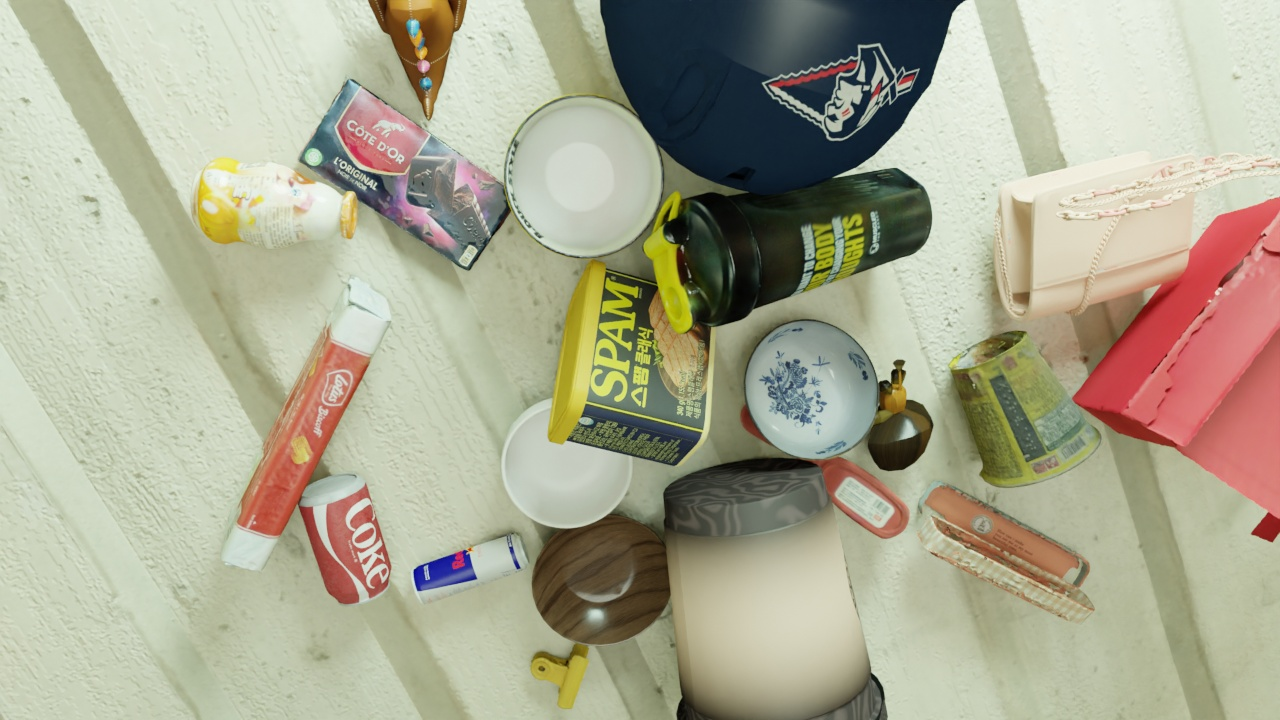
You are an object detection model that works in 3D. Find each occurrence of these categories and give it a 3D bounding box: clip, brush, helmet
[{"bbox_3d":[-0.071,0.272,0.807,0.049,0.045,0.054,25,103,32],"label":"clip"},{"bbox_3d":[0.157,0.090,0.791,0.172,0.030,0.041,38,97,0],"label":"brush"},{"bbox_3d":[0.094,-0.220,0.588,0.232,0.272,0.223,1,96,-23],"label":"helmet"}]

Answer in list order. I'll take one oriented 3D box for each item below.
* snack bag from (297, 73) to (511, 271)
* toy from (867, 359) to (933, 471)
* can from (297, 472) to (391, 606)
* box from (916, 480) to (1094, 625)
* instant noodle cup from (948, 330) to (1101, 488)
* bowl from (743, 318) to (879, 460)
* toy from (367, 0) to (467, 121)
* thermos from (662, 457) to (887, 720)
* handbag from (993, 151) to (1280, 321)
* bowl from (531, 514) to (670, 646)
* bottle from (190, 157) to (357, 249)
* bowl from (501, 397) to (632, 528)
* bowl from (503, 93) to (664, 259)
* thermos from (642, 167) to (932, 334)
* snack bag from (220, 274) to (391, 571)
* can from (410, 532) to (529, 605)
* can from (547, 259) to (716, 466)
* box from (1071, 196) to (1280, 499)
[{"bbox_3d":[-0.175,-0.139,0.699,0.155,0.018,0.075,33,97,-12],"label":"snack bag"},{"bbox_3d":[0.214,0.044,0.772,0.076,0.063,0.100,-34,126,-36],"label":"toy"},{"bbox_3d":[-0.236,0.144,0.736,0.054,0.054,0.096,-14,104,-5],"label":"can"},{"bbox_3d":[0.331,0.174,0.821,0.187,0.054,0.078,26,66,-14],"label":"box"},{"bbox_3d":[0.314,0.038,0.772,0.102,0.102,0.108,-29,96,-1],"label":"instant noodle cup"},{"bbox_3d":[0.134,0.027,0.755,0.114,0.045,0.114,1,79,-8],"label":"bowl"},{"bbox_3d":[-0.155,-0.224,0.644,0.070,0.090,0.103,-4,99,-7],"label":"toy"},{"bbox_3d":[0.100,0.205,0.743,0.172,0.172,0.226,-11,97,-5],"label":"thermos"},{"bbox_3d":[0.374,-0.082,0.697,0.198,0.187,0.117,-14,109,-12],"label":"handbag"},{"bbox_3d":[-0.033,0.182,0.783,0.119,0.032,0.119,-2,103,-7],"label":"bowl"},{"bbox_3d":[-0.264,-0.112,0.668,0.109,0.063,0.063,6,102,-8],"label":"bottle"},{"bbox_3d":[-0.061,0.078,0.745,0.105,0.054,0.105,-2,105,-7],"label":"bowl"},{"bbox_3d":[-0.044,-0.138,0.691,0.117,0.067,0.117,-2,103,-8],"label":"bowl"},{"bbox_3d":[0.111,-0.091,0.687,0.220,0.098,0.098,-17,105,-23],"label":"thermos"},{"bbox_3d":[-0.255,0.048,0.700,0.041,0.077,0.225,27,97,-24],"label":"snack bag"},{"bbox_3d":[-0.142,0.173,0.766,0.095,0.032,0.032,-19,104,-3],"label":"can"},{"bbox_3d":[-0.004,0.004,0.697,0.104,0.075,0.135,15,58,-13],"label":"can"},{"bbox_3d":[0.478,0.002,0.621,0.107,0.409,0.211,35,95,-17],"label":"box"}]
